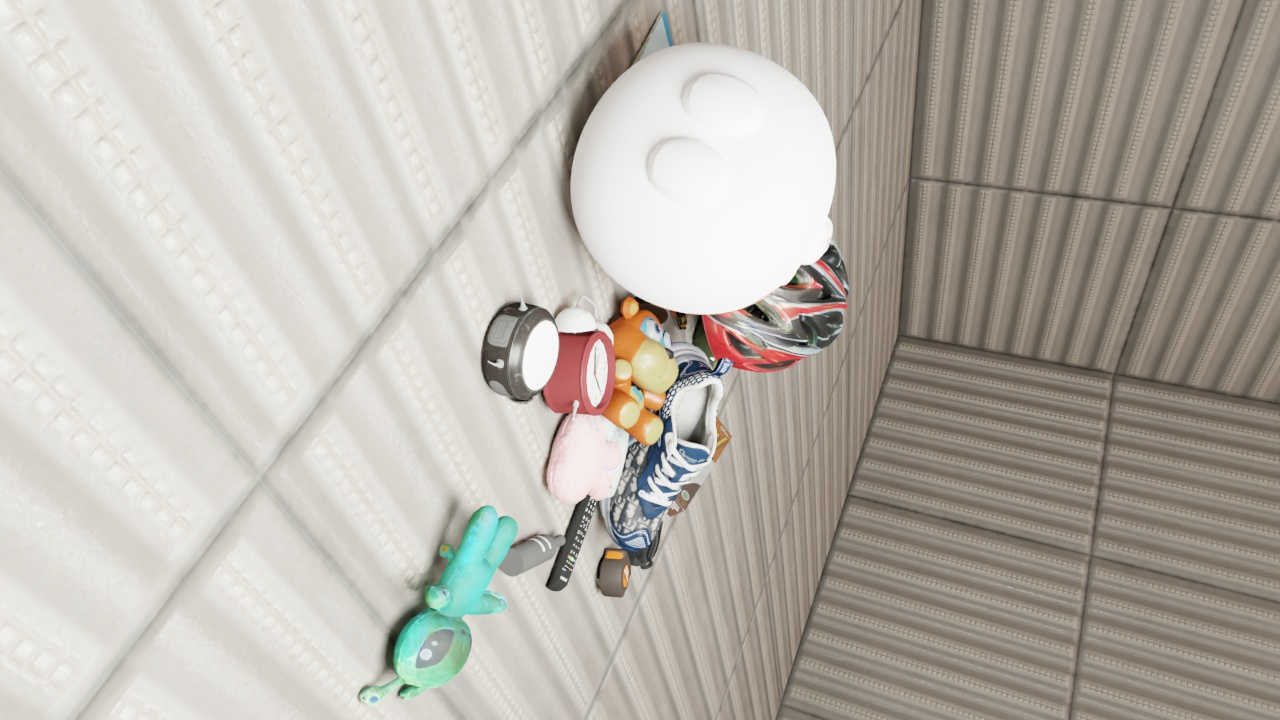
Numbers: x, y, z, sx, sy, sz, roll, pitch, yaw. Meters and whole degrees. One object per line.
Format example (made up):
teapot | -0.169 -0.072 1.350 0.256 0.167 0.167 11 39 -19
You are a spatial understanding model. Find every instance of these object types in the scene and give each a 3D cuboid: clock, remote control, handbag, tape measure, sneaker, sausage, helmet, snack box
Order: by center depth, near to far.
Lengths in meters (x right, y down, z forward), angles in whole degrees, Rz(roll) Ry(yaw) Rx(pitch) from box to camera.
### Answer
clock | -0.108 -0.006 0.876 0.123 0.044 0.091 58 48 -60
clock | -0.062 0.001 0.975 0.096 0.048 0.137 35 61 -67
remote control | -0.043 0.106 1.100 0.060 0.028 0.114 29 67 -47
remote control | -0.078 0.206 1.102 0.033 0.015 0.146 58 48 -60
sneaker | 0.037 0.112 1.118 0.103 0.132 0.269 21 90 -24
helmet | 0.167 -0.092 1.169 0.271 0.167 0.217 13 86 -57
tape measure | -0.037 0.285 1.221 0.058 0.038 0.058 77 19 -48
sausage | 0.043 -0.084 1.242 0.155 0.020 0.020 64 43 -58
snack box | 0.056 0.123 1.288 0.101 0.032 0.185 52 38 -8
handbag | 0.012 0.231 1.289 0.079 0.054 0.128 9 91 -72

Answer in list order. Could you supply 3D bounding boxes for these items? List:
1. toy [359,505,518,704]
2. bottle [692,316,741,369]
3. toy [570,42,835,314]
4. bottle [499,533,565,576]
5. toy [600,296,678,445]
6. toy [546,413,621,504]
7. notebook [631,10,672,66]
toy | -0.172 0.220 0.817 0.193 0.072 0.130 -63 154 -12
bottle | 0.123 -0.051 1.387 0.071 0.071 0.206 59 48 -60
toy | 0.068 -0.171 0.934 0.262 0.266 0.281 -63 169 -8
bottle | -0.112 0.207 0.998 0.112 0.030 0.030 -5 106 -67
toy | -0.007 0.006 1.072 0.112 0.096 0.175 38 42 -54
toy | -0.060 0.113 1.028 0.105 0.053 0.108 37 62 -47
notebook | 0.021 -0.258 1.107 0.254 0.009 0.180 70 38 -53
